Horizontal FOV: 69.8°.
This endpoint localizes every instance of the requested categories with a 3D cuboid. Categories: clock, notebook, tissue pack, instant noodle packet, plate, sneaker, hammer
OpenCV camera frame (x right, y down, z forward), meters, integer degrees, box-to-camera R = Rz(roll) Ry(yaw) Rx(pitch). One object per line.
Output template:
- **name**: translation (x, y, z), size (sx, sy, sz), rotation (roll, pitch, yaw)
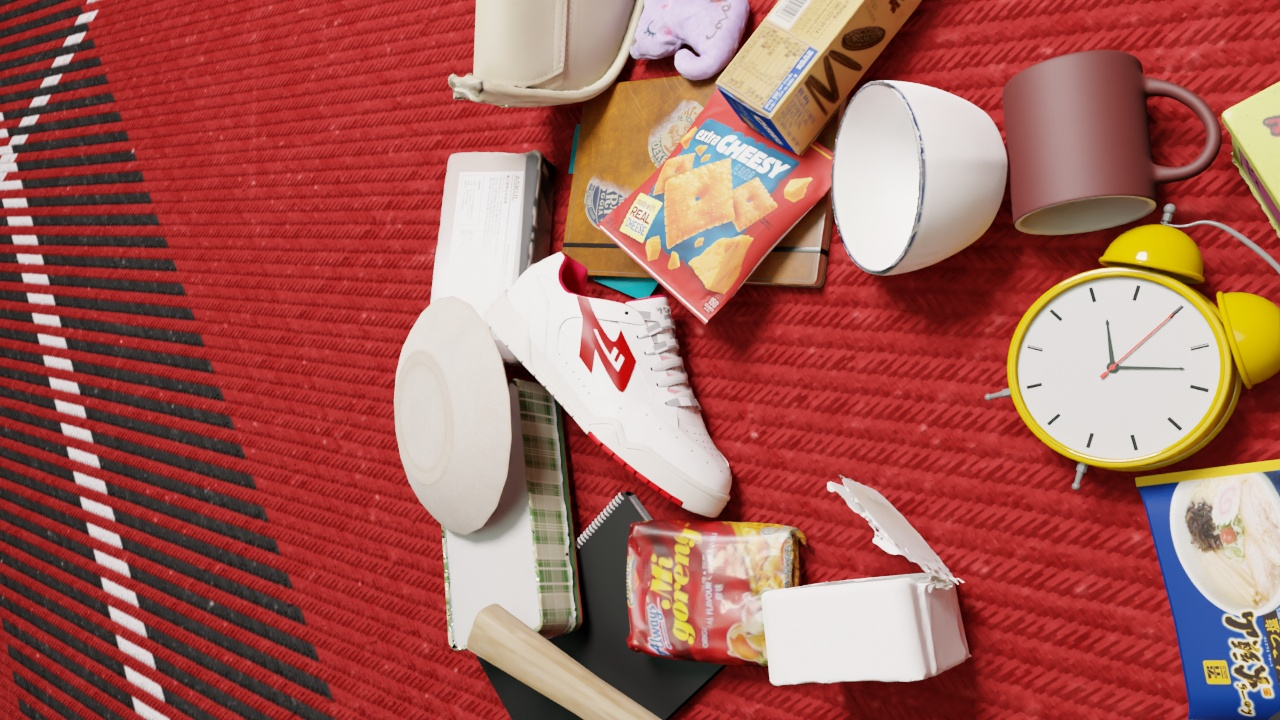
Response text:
- **clock**: translation (0.274, -0.005, 0.504), size (0.152, 0.052, 0.113), rotation (-50, 60, 23)
- **notebook**: translation (-0.033, 0.224, 0.711), size (0.207, 0.016, 0.149), rotation (-50, 61, 20)
- **tissue pack**: translation (-0.129, -0.086, 0.796), size (0.104, 0.071, 0.181), rotation (2, 88, 20)
- **instant noodle packet**: translation (0.052, 0.160, 0.634), size (0.136, 0.039, 0.098), rotation (-2, 82, 23)
- **instant noodle packet**: translation (0.317, 0.121, 0.472), size (0.087, 0.026, 0.134), rotation (-15, 75, 36)
- **notebook**: translation (0.033, -0.134, 0.711), size (0.250, 0.014, 0.178), rotation (6, 87, 35)
- **plate**: translation (-0.160, 0.043, 0.725), size (0.189, 0.027, 0.189), rotation (5, 96, 52)
- **sneaker**: translation (-0.005, 0.004, 0.676), size (0.104, 0.090, 0.236), rotation (-49, 66, 6)
- **hammer**: translation (0.018, 0.257, 0.607), size (0.323, 0.051, 0.117), rotation (26, 104, 22)

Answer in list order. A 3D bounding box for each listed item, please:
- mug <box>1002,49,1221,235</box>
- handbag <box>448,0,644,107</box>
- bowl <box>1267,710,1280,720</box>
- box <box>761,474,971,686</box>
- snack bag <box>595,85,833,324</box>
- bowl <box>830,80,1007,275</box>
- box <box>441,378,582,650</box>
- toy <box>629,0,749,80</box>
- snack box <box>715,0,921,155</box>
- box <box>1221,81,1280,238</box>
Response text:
- **mug**: translation (0.261, -0.123, 0.513), size (0.106, 0.073, 0.082), rotation (-8, 79, 36)
- **handbag**: translation (-0.084, -0.319, 0.728), size (0.132, 0.183, 0.229), rotation (18, 111, 38)
- **bowl**: translation (0.329, 0.196, 0.425), size (0.124, 0.052, 0.124), rotation (15, 128, 19)
- **box**: translation (0.132, 0.122, 0.553), size (0.103, 0.109, 0.130), rotation (-16, 76, 32)
- **snack bag**: translation (0.055, -0.116, 0.657), size (0.144, 0.039, 0.131), rotation (-48, 59, 5)
- **bowl**: translation (0.170, -0.111, 0.559), size (0.116, 0.065, 0.116), rotation (175, 91, -77)
- **box**: translation (-0.110, 0.125, 0.746), size (0.118, 0.050, 0.205), rotation (-26, 63, 36)
- **toy**: translation (0.034, -0.255, 0.711), size (0.100, 0.036, 0.080), rotation (15, 84, 35)
- **snack box**: translation (0.142, -0.239, 0.604), size (0.207, 0.056, 0.057), rotation (-51, 58, 7)
- **box**: translation (0.382, -0.046, 0.416), size (0.125, 0.082, 0.220), rotation (-27, 68, 29)
